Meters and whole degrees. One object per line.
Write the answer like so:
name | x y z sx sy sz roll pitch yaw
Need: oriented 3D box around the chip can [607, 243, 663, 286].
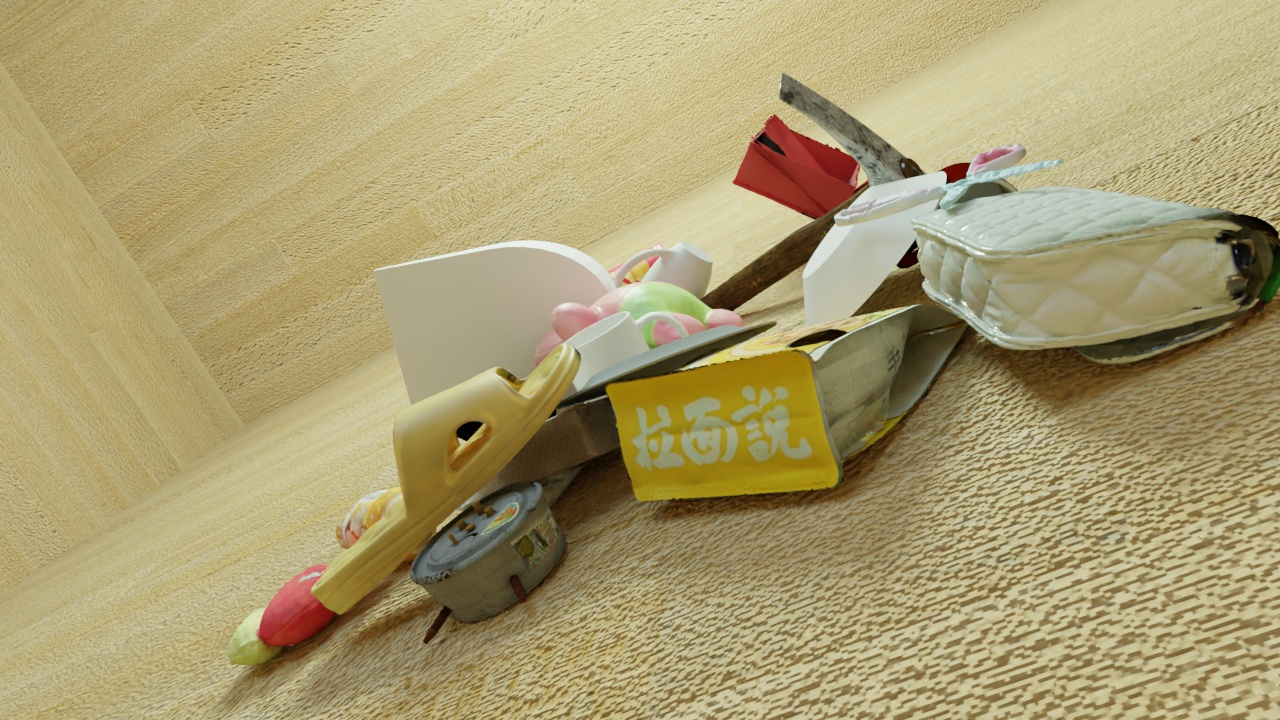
chip can | -0.051 -0.095 1.376 0.220 0.069 0.069 -28 12 1

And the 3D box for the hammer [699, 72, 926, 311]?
hammer | 0.124 -0.127 0.900 0.302 0.217 0.037 -34 35 45

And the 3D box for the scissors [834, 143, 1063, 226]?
scissors | 0.210 -0.120 0.643 0.176 0.013 0.170 -14 15 32

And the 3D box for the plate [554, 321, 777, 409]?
plate | 0.017 0.000 0.692 0.178 0.012 0.178 -21 -4 -2

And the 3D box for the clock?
clock | -0.099 0.122 0.632 0.104 0.056 0.147 -28 14 19

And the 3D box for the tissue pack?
tissue pack | -0.093 0.089 0.764 0.182 0.071 0.103 -20 -1 25

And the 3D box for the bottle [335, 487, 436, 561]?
bottle | -0.227 0.146 0.805 0.109 0.063 0.063 -17 17 45

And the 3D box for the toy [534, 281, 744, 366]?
toy | -0.019 -0.026 0.932 0.237 0.096 0.191 -11 -6 38

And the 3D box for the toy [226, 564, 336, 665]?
toy | -0.269 0.196 0.737 0.135 0.045 0.091 -34 10 -4

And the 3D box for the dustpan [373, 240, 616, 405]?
dustpan | -0.149 -0.037 1.048 0.258 0.191 0.053 -9 16 9

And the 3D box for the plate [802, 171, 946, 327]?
plate | 0.178 -0.095 0.760 0.174 0.036 0.174 -54 3 4

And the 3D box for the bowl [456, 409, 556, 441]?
bowl | -0.125 0.064 0.934 0.124 0.052 0.124 -28 12 6

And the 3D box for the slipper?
slipper | -0.153 0.071 0.670 0.263 0.078 0.099 -46 7 3

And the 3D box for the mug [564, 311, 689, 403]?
mug | -0.005 0.005 0.813 0.110 0.090 0.074 -29 12 -1

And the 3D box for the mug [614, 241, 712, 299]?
mug | 0.026 -0.092 1.032 0.089 0.107 0.071 -58 32 19

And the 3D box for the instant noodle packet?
instant noodle packet | 0.109 0.009 0.612 0.163 0.084 0.221 -15 8 45

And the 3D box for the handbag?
handbag | 0.244 -0.055 0.530 0.139 0.072 0.194 -10 15 6

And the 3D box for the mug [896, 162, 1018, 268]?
mug | 0.254 -0.110 0.749 0.106 0.073 0.082 -34 10 19

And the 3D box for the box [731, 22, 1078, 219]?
box | 0.291 -0.278 1.052 0.375 0.148 0.212 -28 11 24
